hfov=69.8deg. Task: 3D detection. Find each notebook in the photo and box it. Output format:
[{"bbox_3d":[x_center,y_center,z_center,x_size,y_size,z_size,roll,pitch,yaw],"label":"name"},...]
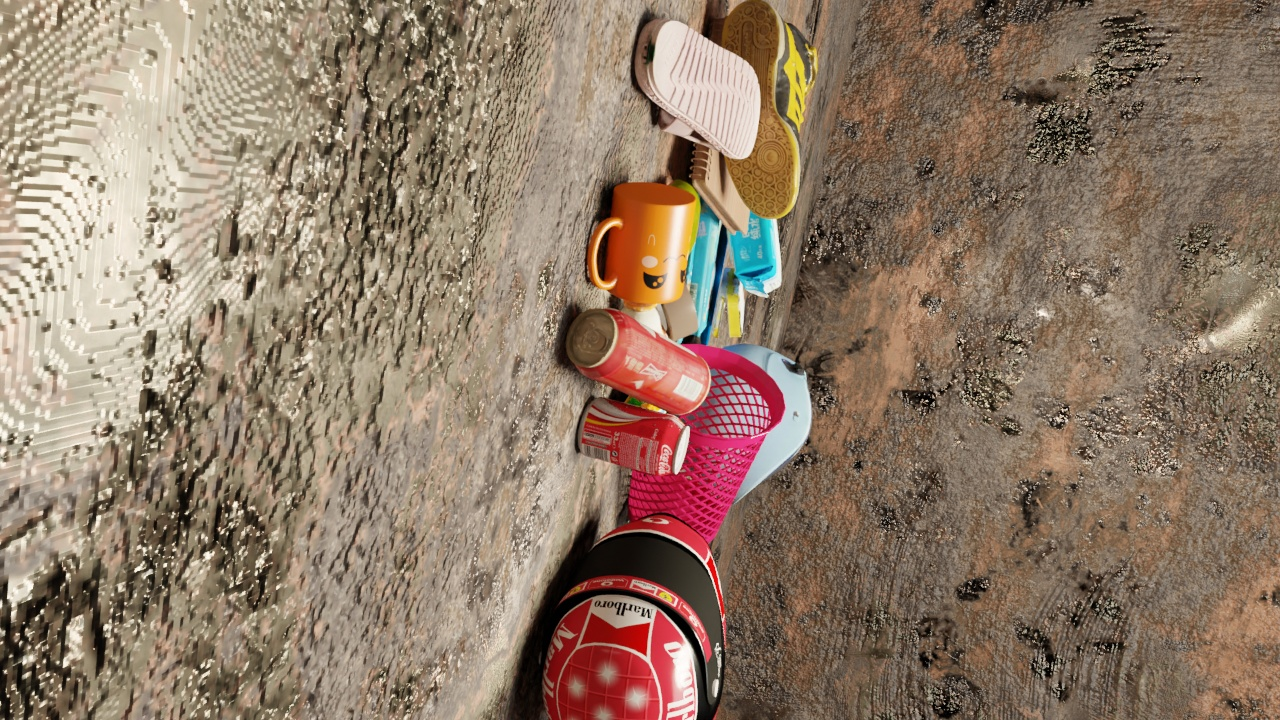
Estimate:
[{"bbox_3d":[0.107,-0.279,1.099,0.169,0.022,0.210,32,63,-62],"label":"notebook"}]

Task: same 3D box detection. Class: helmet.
[{"bbox_3d":[0.139,0.071,1.361,0.226,0.167,0.265,-42,-164,28],"label":"helmet"},{"bbox_3d":[-0.007,0.323,1.003,0.224,0.198,0.271,-21,115,-74],"label":"helmet"}]

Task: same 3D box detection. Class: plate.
[{"bbox_3d":[0.105,-0.117,1.344,0.224,0.024,0.224,14,87,-86],"label":"plate"}]

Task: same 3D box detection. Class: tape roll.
[{"bbox_3d":[0.027,-0.067,0.979,0.094,0.030,0.093,155,-89,-81],"label":"tape roll"}]

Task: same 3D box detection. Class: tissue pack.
[{"bbox_3d":[0.149,-0.161,1.221,0.093,0.062,0.144,31,54,-72],"label":"tissue pack"}]

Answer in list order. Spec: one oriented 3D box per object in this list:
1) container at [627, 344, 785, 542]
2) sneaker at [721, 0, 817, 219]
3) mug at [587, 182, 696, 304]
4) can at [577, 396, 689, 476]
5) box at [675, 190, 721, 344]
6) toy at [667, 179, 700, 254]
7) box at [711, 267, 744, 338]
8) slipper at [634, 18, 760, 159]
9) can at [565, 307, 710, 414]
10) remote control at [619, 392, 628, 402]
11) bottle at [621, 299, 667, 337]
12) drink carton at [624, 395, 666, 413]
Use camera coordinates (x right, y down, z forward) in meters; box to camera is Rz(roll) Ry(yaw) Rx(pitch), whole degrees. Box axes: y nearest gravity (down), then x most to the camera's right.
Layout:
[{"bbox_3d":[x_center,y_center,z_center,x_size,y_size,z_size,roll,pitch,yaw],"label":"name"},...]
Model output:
[{"bbox_3d":[0.065,0.123,1.183,0.182,0.183,0.226,-57,165,-53],"label":"container"},{"bbox_3d":[0.155,-0.286,1.067,0.121,0.086,0.238,-21,108,-60],"label":"sneaker"},{"bbox_3d":[-0.005,-0.109,0.860,0.112,0.078,0.096,-15,123,-39],"label":"mug"},{"bbox_3d":[-0.007,0.079,0.946,0.064,0.105,0.064,15,89,-77],"label":"can"},{"bbox_3d":[0.073,-0.141,1.143,0.181,0.039,0.227,-52,149,-75],"label":"box"},{"bbox_3d":[0.034,-0.156,0.995,0.110,0.051,0.090,6,95,-74],"label":"toy"},{"bbox_3d":[0.121,-0.084,1.281,0.209,0.045,0.066,-65,153,-72],"label":"box"},{"bbox_3d":[0.051,-0.274,0.924,0.239,0.064,0.094,10,93,-59],"label":"slipper"},{"bbox_3d":[0.001,0.003,0.876,0.170,0.067,0.067,26,77,-52],"label":"can"},{"bbox_3d":[-0.006,0.006,1.062,0.041,0.020,0.152,-20,122,-72],"label":"remote control"},{"bbox_3d":[-0.002,-0.022,0.963,0.062,0.063,0.109,-60,159,-49],"label":"bottle"},{"bbox_3d":[0.011,0.046,1.036,0.128,0.044,0.039,-55,154,-43],"label":"drink carton"}]
